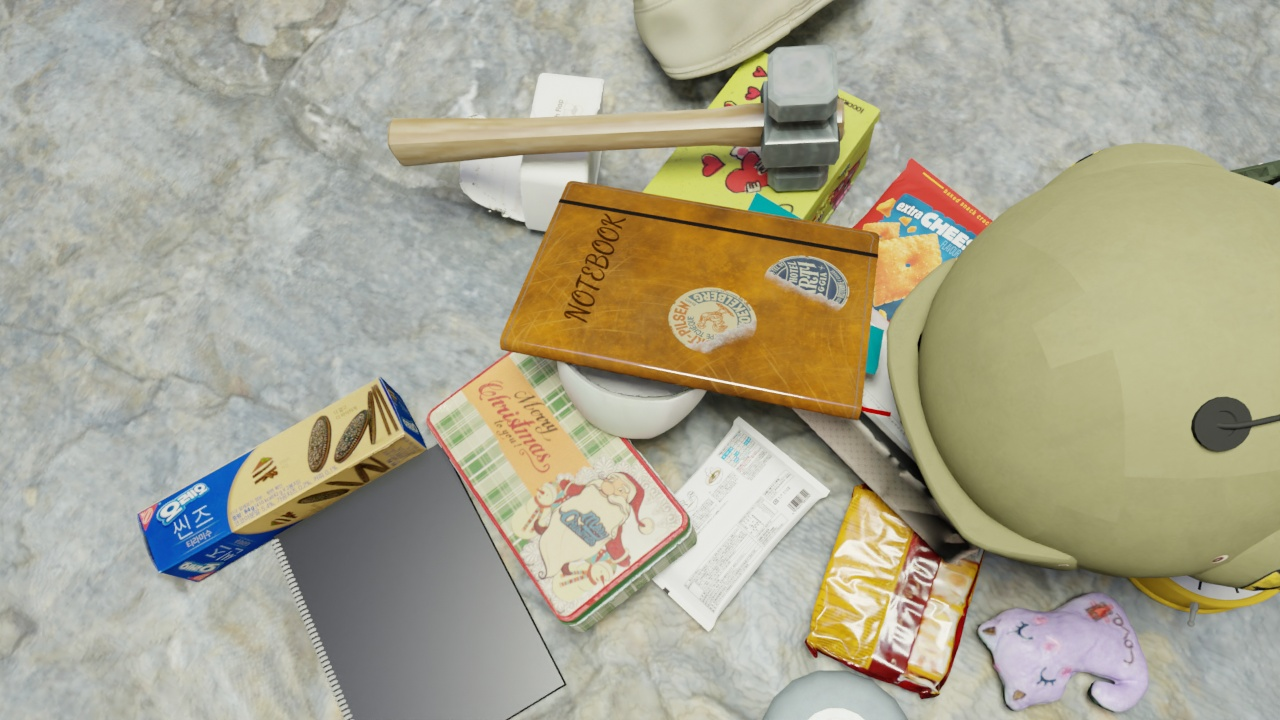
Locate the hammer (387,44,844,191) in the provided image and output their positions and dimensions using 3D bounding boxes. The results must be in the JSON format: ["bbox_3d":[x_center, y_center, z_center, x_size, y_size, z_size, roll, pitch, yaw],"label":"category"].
[{"bbox_3d":[-0.020,-0.163,0.655,0.323,0.117,0.051,-1,71,8],"label":"hammer"}]

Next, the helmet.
[{"bbox_3d":[0.261,0.012,0.508,0.233,0.256,0.250,-13,68,-4],"label":"helmet"}]

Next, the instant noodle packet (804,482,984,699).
[{"bbox_3d":[0.178,0.155,0.635,0.098,0.040,0.135,20,74,12],"label":"instant noodle packet"}]

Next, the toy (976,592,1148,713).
[{"bbox_3d":[0.283,0.198,0.608,0.099,0.036,0.080,-16,69,-1],"label":"toy"}]

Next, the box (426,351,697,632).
[{"bbox_3d":[-0.061,0.085,0.670,0.117,0.050,0.205,-35,60,-8],"label":"box"}]

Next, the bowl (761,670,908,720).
[{"bbox_3d":[0.129,0.256,0.598,0.106,0.039,0.106,-4,67,9],"label":"bowl"}]

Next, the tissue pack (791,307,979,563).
[{"bbox_3d":[0.181,0.047,0.642,0.103,0.071,0.181,-32,68,-35],"label":"tissue pack"}]

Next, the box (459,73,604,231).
[{"bbox_3d":[-0.099,-0.171,0.754,0.130,0.103,0.109,10,70,0],"label":"box"}]

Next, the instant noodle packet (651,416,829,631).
[{"bbox_3d":[0.061,0.116,0.670,0.087,0.026,0.134,40,78,18],"label":"instant noodle packet"}]

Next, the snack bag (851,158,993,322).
[{"bbox_3d":[0.212,-0.073,0.717,0.144,0.039,0.131,-42,71,-10],"label":"snack bag"}]

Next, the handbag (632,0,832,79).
[{"bbox_3d":[0.086,-0.349,0.766,0.229,0.132,0.184,-28,29,-5],"label":"handbag"}]

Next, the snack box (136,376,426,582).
[{"bbox_3d":[-0.271,0.093,0.701,0.206,0.056,0.057,-31,70,-5],"label":"snack box"}]

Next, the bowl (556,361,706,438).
[{"bbox_3d":[-0.004,0.004,0.648,0.116,0.066,0.116,4,48,-5],"label":"bowl"}]

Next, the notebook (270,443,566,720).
[{"bbox_3d":[-0.169,0.184,0.677,0.149,0.016,0.206,-30,69,-6],"label":"notebook"}]

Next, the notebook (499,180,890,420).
[{"bbox_3d":[0.050,-0.053,0.634,0.249,0.014,0.178,11,52,8],"label":"notebook"}]

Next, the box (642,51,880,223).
[{"bbox_3d":[0.079,-0.124,0.730,0.124,0.082,0.220,35,76,17],"label":"box"}]

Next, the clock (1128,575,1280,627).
[{"bbox_3d":[0.380,0.099,0.627,0.113,0.052,0.151,-11,72,2],"label":"clock"}]
